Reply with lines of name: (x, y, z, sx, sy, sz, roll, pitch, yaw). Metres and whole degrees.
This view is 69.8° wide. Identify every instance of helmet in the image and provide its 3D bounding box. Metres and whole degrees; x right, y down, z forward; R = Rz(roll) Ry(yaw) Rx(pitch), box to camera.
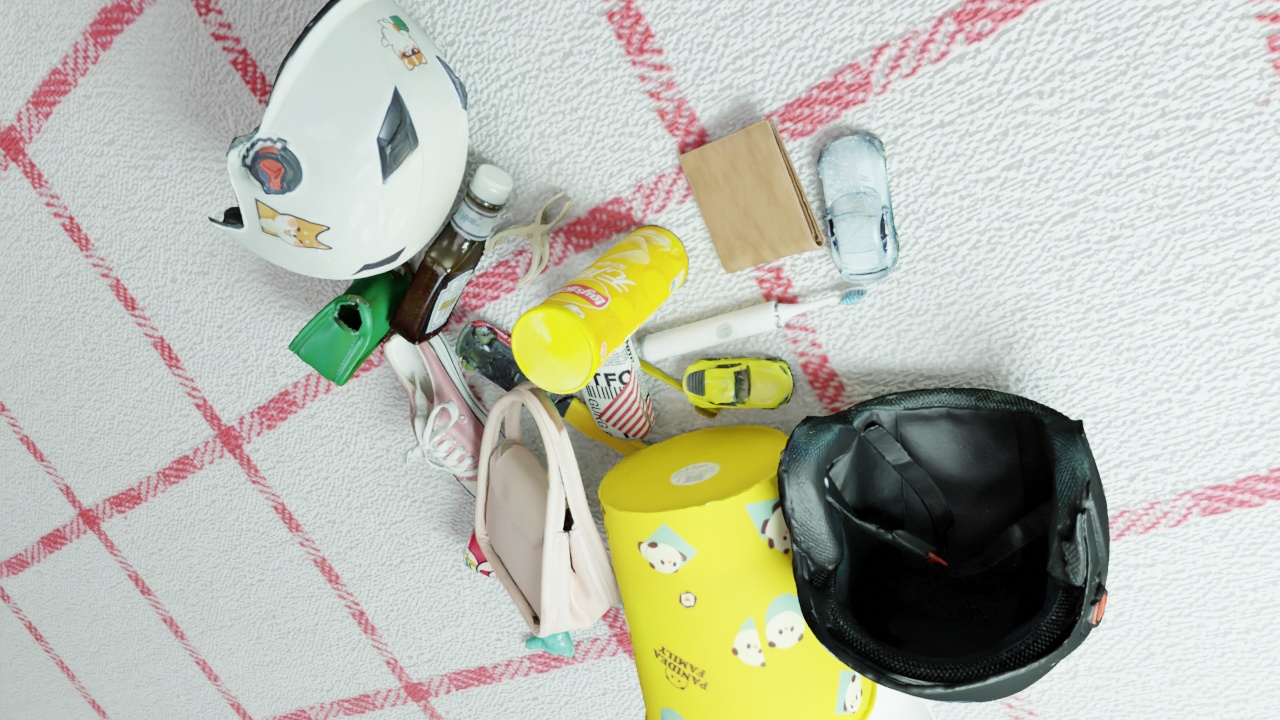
helmet: (-0.237, -0.172, 0.804, 0.157, 0.229, 0.275, 38, 132, -10)
helmet: (0.241, 0.149, 0.723, 0.234, 0.274, 0.230, -1, 141, 31)

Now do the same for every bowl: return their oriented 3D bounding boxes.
bowl: (0.246, 0.345, 0.940, 0.118, 0.064, 0.118, 10, 119, 19)

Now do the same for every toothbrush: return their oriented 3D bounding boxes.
toothbrush: (0.099, -0.035, 0.832, 0.222, 0.026, 0.027, -14, 118, 30)
toothbrush: (-0.005, 0.005, 0.907, 0.190, 0.015, 0.017, 29, 130, 8)

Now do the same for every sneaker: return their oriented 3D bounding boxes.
sneaker: (-0.212, 0.074, 0.991, 0.118, 0.087, 0.241, -13, 114, 29)

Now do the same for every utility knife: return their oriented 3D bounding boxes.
utility knife: (-0.023, 0.083, 0.956, 0.156, 0.015, 0.033, 33, 131, 5)

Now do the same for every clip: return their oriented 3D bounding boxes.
clip: (-0.113, -0.124, 0.878, 0.095, 0.034, 0.102, 23, 118, 11)

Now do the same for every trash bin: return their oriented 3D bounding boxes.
trash bin: (0.083, 0.212, 0.861, 0.230, 0.229, 0.255, -8, 106, 28)

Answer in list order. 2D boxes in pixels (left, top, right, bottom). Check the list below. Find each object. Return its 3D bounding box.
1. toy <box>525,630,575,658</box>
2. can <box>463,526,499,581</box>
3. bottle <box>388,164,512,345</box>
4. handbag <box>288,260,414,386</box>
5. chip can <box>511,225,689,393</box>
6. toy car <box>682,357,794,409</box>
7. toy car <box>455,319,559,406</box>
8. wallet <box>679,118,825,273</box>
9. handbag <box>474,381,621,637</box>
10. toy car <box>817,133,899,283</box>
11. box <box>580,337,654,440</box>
toy: (-0.116, 0.327, 1.119, 0.097, 0.030, 0.092, -21, 104, 37)
can: (-0.148, 0.223, 1.055, 0.094, 0.066, 0.067, 19, 122, 15)
bottle: (-0.181, -0.102, 0.893, 0.044, 0.079, 0.195, 37, 121, 3)
handbag: (-0.292, -0.048, 0.943, 0.068, 0.131, 0.120, 36, 121, -8)
chip can: (-0.027, -0.049, 0.769, 0.072, 0.212, 0.072, 10, 118, 19)
toy car: (0.090, 0.022, 0.855, 0.105, 0.032, 0.048, 0, 95, 23)
toy car: (-0.134, 0.003, 0.946, 0.120, 0.045, 0.053, 33, 122, -1)
wallet: (0.092, -0.136, 0.774, 0.101, 0.020, 0.115, -11, 108, 45)
handbag: (-0.102, 0.132, 0.912, 0.193, 0.093, 0.234, 37, 136, 51)
toy car: (0.177, -0.122, 0.746, 0.054, 0.036, 0.121, -3, 111, 26)
box: (-0.032, 0.014, 0.885, 0.069, 0.052, 0.164, -8, 123, 19)
